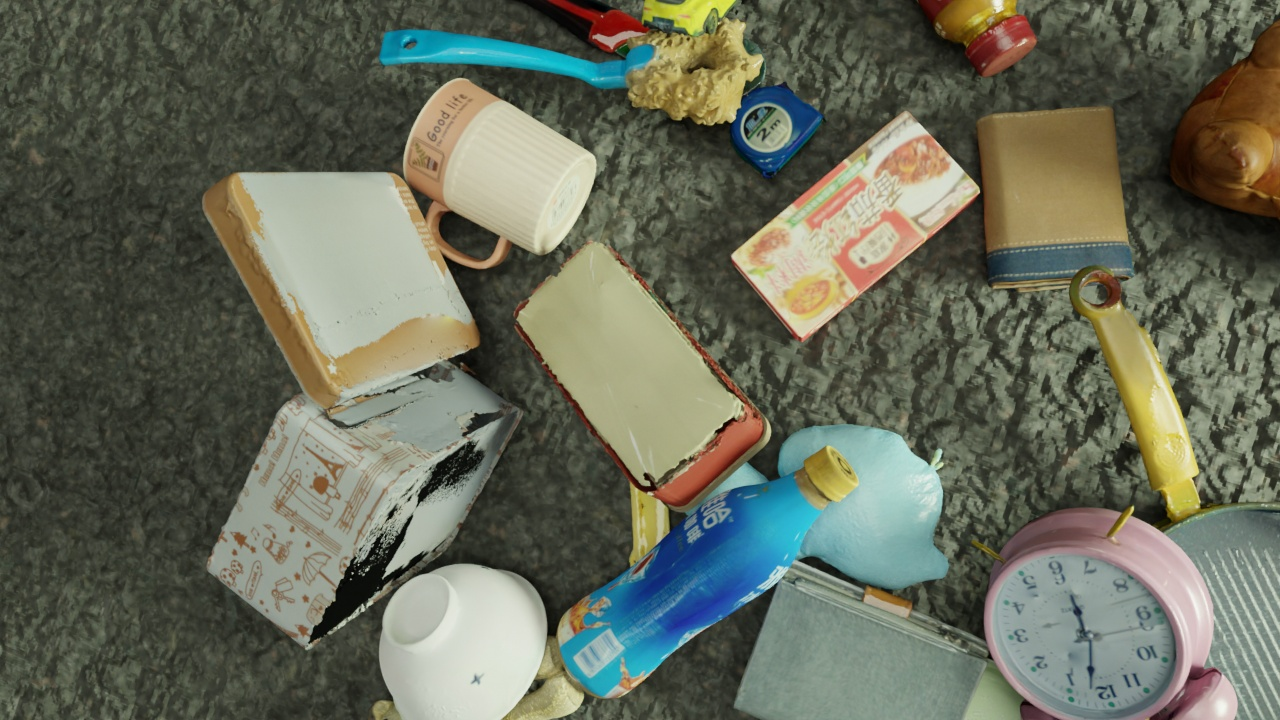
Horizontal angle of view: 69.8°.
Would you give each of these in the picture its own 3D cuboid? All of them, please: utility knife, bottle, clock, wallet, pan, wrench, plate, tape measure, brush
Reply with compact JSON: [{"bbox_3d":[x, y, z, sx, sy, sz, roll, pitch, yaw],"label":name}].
[{"bbox_3d":[0.002,0.069,0.635,0.031,0.021,0.204,-5,80,9],"label":"utility knife"},{"bbox_3d":[0.040,0.128,0.569,0.219,0.065,0.065,-42,80,19],"label":"bottle"},{"bbox_3d":[0.258,0.164,0.514,0.117,0.059,0.158,-25,84,35],"label":"clock"},{"bbox_3d":[0.267,-0.104,0.595,0.090,0.033,0.115,-4,84,6],"label":"wallet"},{"bbox_3d":[0.336,0.110,0.544,0.198,0.078,0.357,-25,82,6],"label":"pan"},{"bbox_3d":[0.135,0.191,0.566,0.130,0.037,0.106,20,99,11],"label":"wallet"},{"bbox_3d":[-0.037,-0.252,0.661,0.273,0.016,0.056,28,87,10],"label":"wrench"},{"bbox_3d":[0.185,0.296,0.580,0.230,0.027,0.230,-1,86,9],"label":"plate"},{"bbox_3d":[0.089,-0.160,0.630,0.054,0.025,0.058,43,89,11],"label":"tape measure"},{"bbox_3d":[-0.045,-0.199,0.608,0.254,0.046,0.083,4,69,-2],"label":"brush"},{"bbox_3d":[0.199,-0.271,0.605,0.057,0.057,0.175,-28,82,6],"label":"bottle"}]

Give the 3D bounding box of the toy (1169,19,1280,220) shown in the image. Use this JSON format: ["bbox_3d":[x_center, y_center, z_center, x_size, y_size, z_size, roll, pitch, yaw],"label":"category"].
[{"bbox_3d":[0.424,-0.111,0.531,0.199,0.130,0.140,34,85,0],"label":"toy"}]

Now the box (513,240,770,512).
[{"bbox_3d":[-0.004,0.004,0.580,0.091,0.076,0.168,-42,60,4],"label":"box"}]

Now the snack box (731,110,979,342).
[{"bbox_3d":[0.142,-0.089,0.616,0.153,0.025,0.075,-39,81,4],"label":"snack box"}]

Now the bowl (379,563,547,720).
[{"bbox_3d":[-0.127,0.174,0.590,0.118,0.065,0.118,-17,44,17],"label":"bowl"}]

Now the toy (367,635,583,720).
[{"bbox_3d":[-0.110,0.235,0.611,0.157,0.066,0.105,-28,77,13],"label":"toy"}]

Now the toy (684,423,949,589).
[{"bbox_3d":[0.119,0.092,0.595,0.156,0.049,0.161,-41,77,14],"label":"toy"}]

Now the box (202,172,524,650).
[{"bbox_3d":[-0.161,0.020,0.555,0.134,0.179,0.271,4,101,16],"label":"box"}]

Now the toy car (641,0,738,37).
[{"bbox_3d":[0.038,-0.245,0.598,0.048,0.032,0.105,19,49,19],"label":"toy car"}]

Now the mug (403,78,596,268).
[{"bbox_3d":[-0.102,-0.118,0.632,0.106,0.081,0.115,30,105,8],"label":"mug"}]
